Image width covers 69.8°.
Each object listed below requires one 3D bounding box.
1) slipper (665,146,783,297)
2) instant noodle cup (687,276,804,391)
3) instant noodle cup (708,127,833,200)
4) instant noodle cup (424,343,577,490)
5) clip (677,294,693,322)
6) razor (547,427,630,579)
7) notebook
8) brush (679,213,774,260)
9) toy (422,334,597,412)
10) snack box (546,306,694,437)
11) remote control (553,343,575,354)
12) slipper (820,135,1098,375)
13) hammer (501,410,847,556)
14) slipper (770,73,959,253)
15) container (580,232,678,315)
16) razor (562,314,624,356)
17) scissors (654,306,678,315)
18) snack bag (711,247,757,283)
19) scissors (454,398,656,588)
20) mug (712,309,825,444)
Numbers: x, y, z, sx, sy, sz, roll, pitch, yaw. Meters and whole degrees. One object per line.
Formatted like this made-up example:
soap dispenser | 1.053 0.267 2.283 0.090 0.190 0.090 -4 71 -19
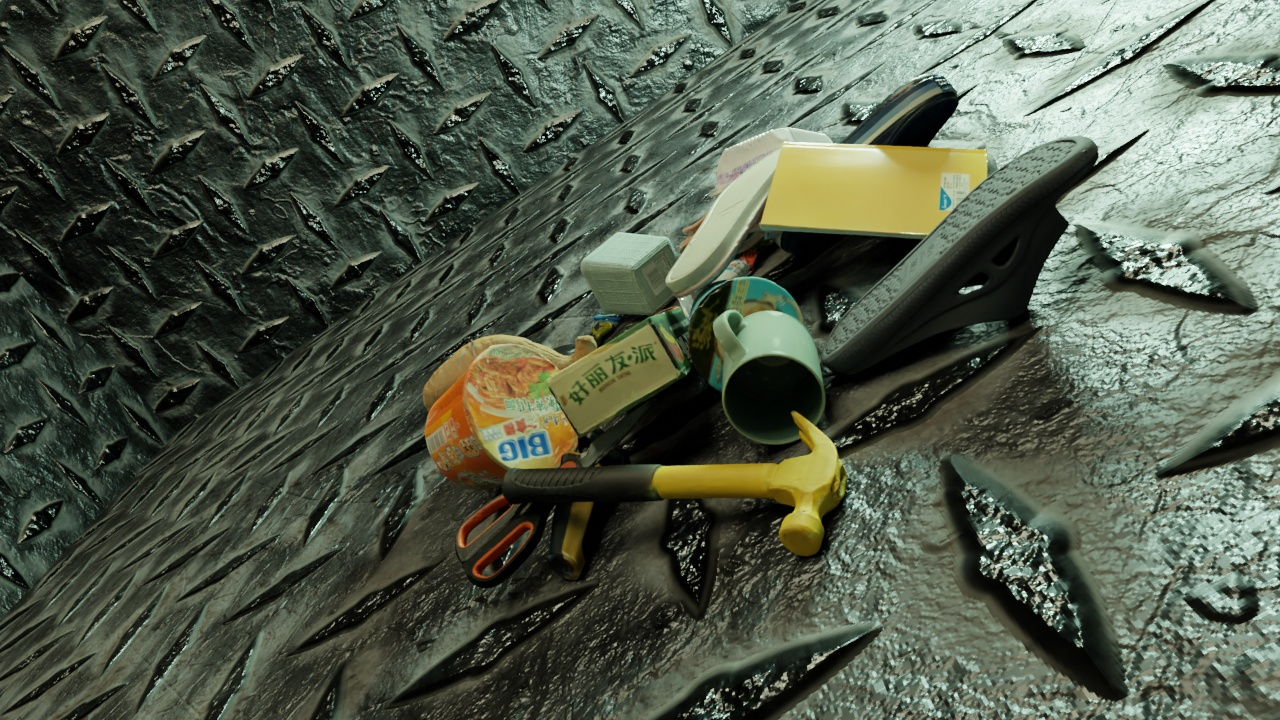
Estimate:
slipper | 0.111 -0.147 0.977 0.114 0.054 0.273 -26 22 44
instant noodle cup | 0.094 -0.032 0.895 0.111 0.111 0.120 -35 11 4
instant noodle cup | 0.177 -0.250 1.169 0.138 0.060 0.173 -15 -2 39
instant noodle cup | -0.158 0.071 1.013 0.112 0.151 0.151 -30 19 41
clip | 0.059 -0.056 1.097 0.024 0.028 0.057 -16 41 -6
razor | -0.050 0.130 0.839 0.068 0.062 0.167 1 36 9
notebook | 0.231 -0.169 0.899 0.206 0.010 0.145 6 48 15
brush | 0.105 -0.162 1.179 0.063 0.073 0.146 3 -14 -37
toy | -0.162 0.023 1.119 0.226 0.143 0.082 -28 47 22
snack box | -0.005 0.005 0.910 0.114 0.063 0.239 -31 0 11
remote control | -0.141 0.012 1.268 0.137 0.024 0.053 -33 15 24
slipper | 0.262 -0.067 0.737 0.269 0.083 0.110 -45 7 32
hammer | 0.016 0.097 0.729 0.301 0.033 0.128 -6 32 30
slipper | 0.254 -0.200 1.014 0.105 0.095 0.254 -4 -33 -50
container | -0.004 -0.116 1.235 0.089 0.090 0.112 -42 29 -25
razor | -0.067 -0.027 1.228 0.043 0.022 0.142 1 25 24
scissors | -0.020 -0.018 1.163 0.214 0.015 0.197 -38 20 -3
snack bag | 0.106 -0.096 1.114 0.104 0.026 0.048 -46 9 -28
scissors | -0.063 0.118 0.810 0.235 0.022 0.125 -29 41 9
mug | 0.102 0.000 0.777 0.082 0.112 0.106 -39 17 21
